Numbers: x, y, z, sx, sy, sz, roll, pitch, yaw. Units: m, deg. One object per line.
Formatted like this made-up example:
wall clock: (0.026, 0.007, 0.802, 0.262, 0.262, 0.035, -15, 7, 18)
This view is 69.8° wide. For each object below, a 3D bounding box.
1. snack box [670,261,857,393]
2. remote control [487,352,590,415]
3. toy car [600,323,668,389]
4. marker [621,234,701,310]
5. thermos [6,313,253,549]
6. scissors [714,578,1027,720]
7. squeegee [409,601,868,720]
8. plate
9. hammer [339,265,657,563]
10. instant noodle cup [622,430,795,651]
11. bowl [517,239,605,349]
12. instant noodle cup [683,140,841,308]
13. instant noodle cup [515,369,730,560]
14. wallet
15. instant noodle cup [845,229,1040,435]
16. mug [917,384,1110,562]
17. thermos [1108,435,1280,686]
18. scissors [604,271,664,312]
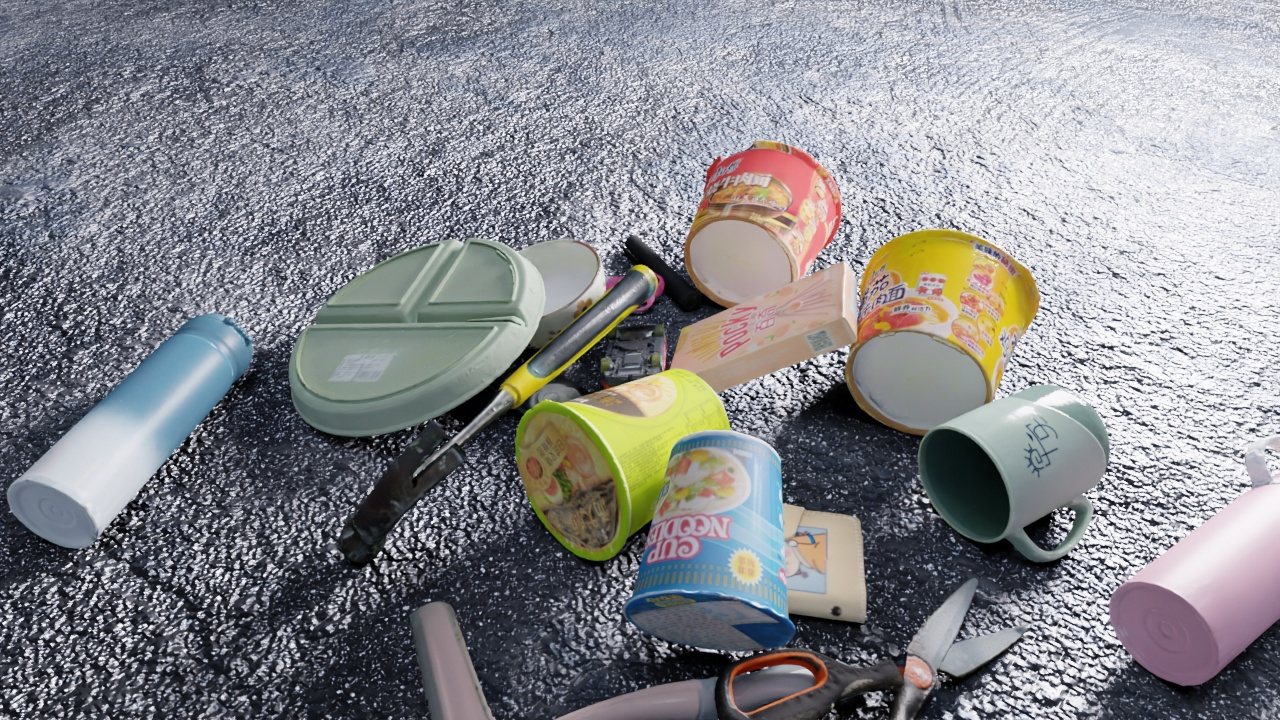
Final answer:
snack box: (0.098, -0.021, 0.740, 0.158, 0.026, 0.084, -22, 28, 26)
remote control: (-0.078, 0.030, 0.740, 0.136, 0.024, 0.053, 31, 45, 33)
toy car: (-0.004, 0.004, 0.755, 0.053, 0.045, 0.120, -3, 25, 6)
marker: (0.019, -0.088, 0.902, 0.022, 0.020, 0.132, -29, 42, -11)
thermos: (-0.373, 0.042, 0.696, 0.070, 0.070, 0.219, 6, 36, 9)
scissors: (0.133, 0.173, 0.509, 0.190, 0.022, 0.228, 28, 41, 4)
squeegee: (0.019, 0.187, 0.488, 0.249, 0.040, 0.247, -5, 29, -21)
plate: (-0.190, -0.030, 0.765, 0.230, 0.027, 0.229, -14, 40, 12)
hammer: (-0.083, 0.017, 0.669, 0.032, 0.126, 0.322, 46, 49, 0)
instant noodle cup: (0.046, 0.105, 0.550, 0.099, 0.099, 0.109, 5, 57, 7)
bowl: (-0.080, -0.048, 0.803, 0.113, 0.062, 0.113, -13, 39, 10)
instant noodle cup: (0.109, -0.117, 0.856, 0.138, 0.138, 0.108, 13, 47, 18)
instant noodle cup: (-0.005, 0.061, 0.638, 0.112, 0.112, 0.123, 30, 38, 35)
wallet: (0.090, 0.129, 0.607, 0.115, 0.024, 0.087, 4, 42, 9)
instant noodle cup: (0.226, -0.016, 0.715, 0.138, 0.138, 0.109, 15, 47, 20)
mug: (0.267, 0.079, 0.632, 0.106, 0.082, 0.111, -19, 70, -24)
thermos: (0.376, 0.116, 0.573, 0.198, 0.067, 0.087, -24, 79, -26)
scissors: (-0.040, -0.077, 0.892, 0.133, 0.017, 0.056, 16, 54, 27)
